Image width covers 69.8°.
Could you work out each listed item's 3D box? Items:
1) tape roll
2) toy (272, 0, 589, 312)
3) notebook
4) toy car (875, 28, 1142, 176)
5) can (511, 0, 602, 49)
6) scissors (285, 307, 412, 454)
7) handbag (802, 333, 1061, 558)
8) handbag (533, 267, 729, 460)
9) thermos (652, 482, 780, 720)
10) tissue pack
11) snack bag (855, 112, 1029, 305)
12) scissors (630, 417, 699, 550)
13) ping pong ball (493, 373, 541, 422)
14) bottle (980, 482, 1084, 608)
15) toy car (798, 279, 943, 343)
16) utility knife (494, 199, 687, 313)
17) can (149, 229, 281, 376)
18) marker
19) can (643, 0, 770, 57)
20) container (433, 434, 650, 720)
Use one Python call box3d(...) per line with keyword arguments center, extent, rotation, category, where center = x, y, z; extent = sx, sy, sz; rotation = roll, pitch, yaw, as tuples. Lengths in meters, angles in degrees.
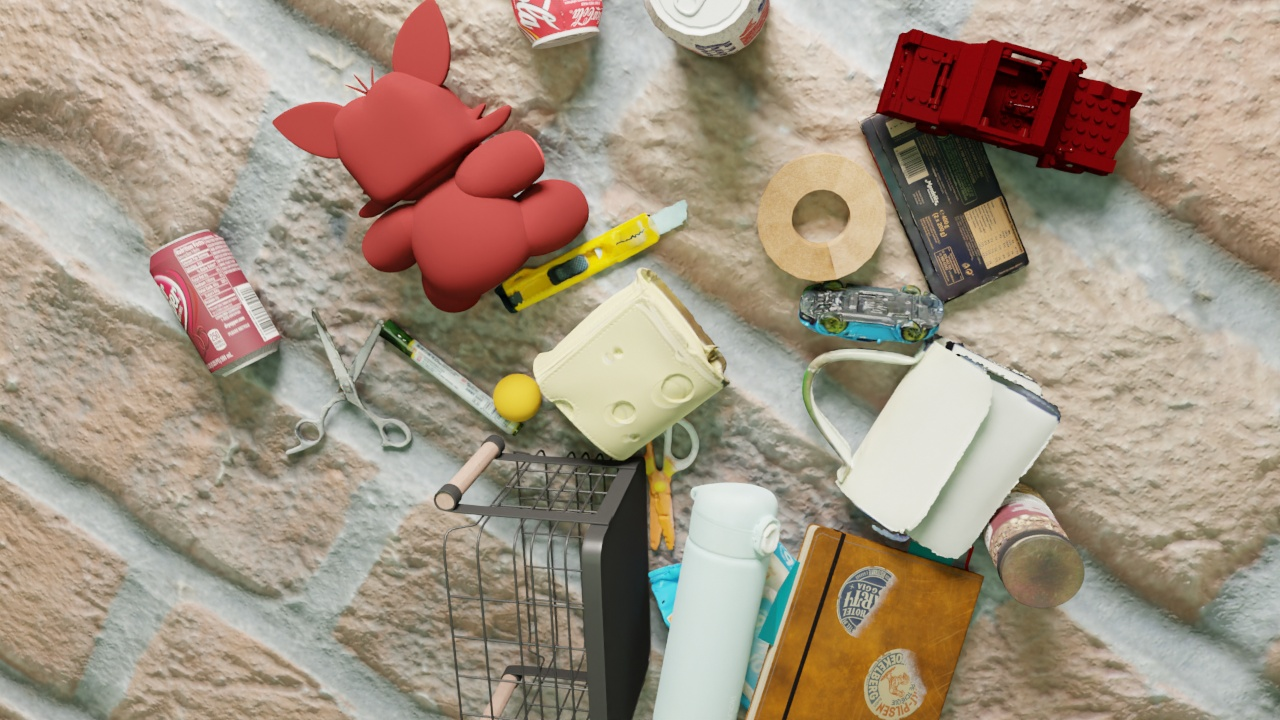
box3d(center=(0.135, -0.108, 0.691), extent=(0.094, 0.027, 0.094), rotation=(3, 106, 9), category="tape roll")
box3d(center=(-0.150, -0.138, 0.684), extent=(0.159, 0.120, 0.197), rotation=(-30, 109, 18), category="toy")
box3d(center=(0.164, 0.250, 0.721), extent=(0.178, 0.014, 0.249), rotation=(19, 88, -16), category="notebook")
box3d(center=(0.255, -0.175, 0.622), extent=(0.170, 0.061, 0.070), rotation=(15, 100, -3), category="toy car")
box3d(center=(-0.066, -0.283, 0.656), extent=(0.064, 0.064, 0.105), rotation=(-10, 104, 12), category="can")
box3d(center=(-0.264, 0.031, 0.798), extent=(0.172, 0.014, 0.141), rotation=(-32, 107, 21), category="scissors")
box3d(center=(0.204, 0.052, 0.701), extent=(0.176, 0.074, 0.151), rotation=(30, 108, 1), category="handbag")
box3d(center=(-0.004, 0.004, 0.718), extent=(0.119, 0.081, 0.111), rotation=(-39, 99, 14), category="handbag")
box3d(center=(0.058, 0.194, 0.708), extent=(0.078, 0.065, 0.207), rotation=(22, 105, 49), category="thermos")
box3d(center=(0.110, 0.232, 0.774), extent=(0.117, 0.066, 0.209), rotation=(-39, 95, 16), category="tissue pack")
box3d(center=(0.225, -0.123, 0.676), extent=(0.075, 0.018, 0.155), rotation=(-23, 101, 14), category="snack bag")
box3d(center=(0.024, 0.106, 0.779), extent=(0.074, 0.012, 0.131), rotation=(-7, 104, 13), category="scissors")
box3d(center=(-0.102, 0.031, 0.763), extent=(0.040, 0.040, 0.040), rotation=(2, 106, 9), category="ping pong ball")
box3d(center=(0.291, 0.136, 0.694), extent=(0.056, 0.105, 0.056), rotation=(3, 106, 9), category="bottle")
box3d(center=(0.173, -0.034, 0.694), extent=(0.105, 0.048, 0.032), rotation=(4, 135, 13), category="toy car")
box3d(center=(-0.040, -0.084, 0.736), extent=(0.175, 0.017, 0.030), rotation=(-26, 109, 12), category="utility knife")
box3d(center=(-0.357, -0.047, 0.771), extent=(0.063, 0.063, 0.114), rotation=(-24, 100, 15), category="can")
box3d(center=(-0.161, 0.016, 0.781), extent=(0.146, 0.017, 0.017), rotation=(38, 108, -2), category="marker")
box3d(center=(0.046, -0.246, 0.610), extent=(0.078, 0.136, 0.078), rotation=(2, 106, 9), category="can")
box3d(center=(-0.073, 0.194, 0.735), extent=(0.130, 0.162, 0.241), rotation=(2, 108, 12), category="container")
